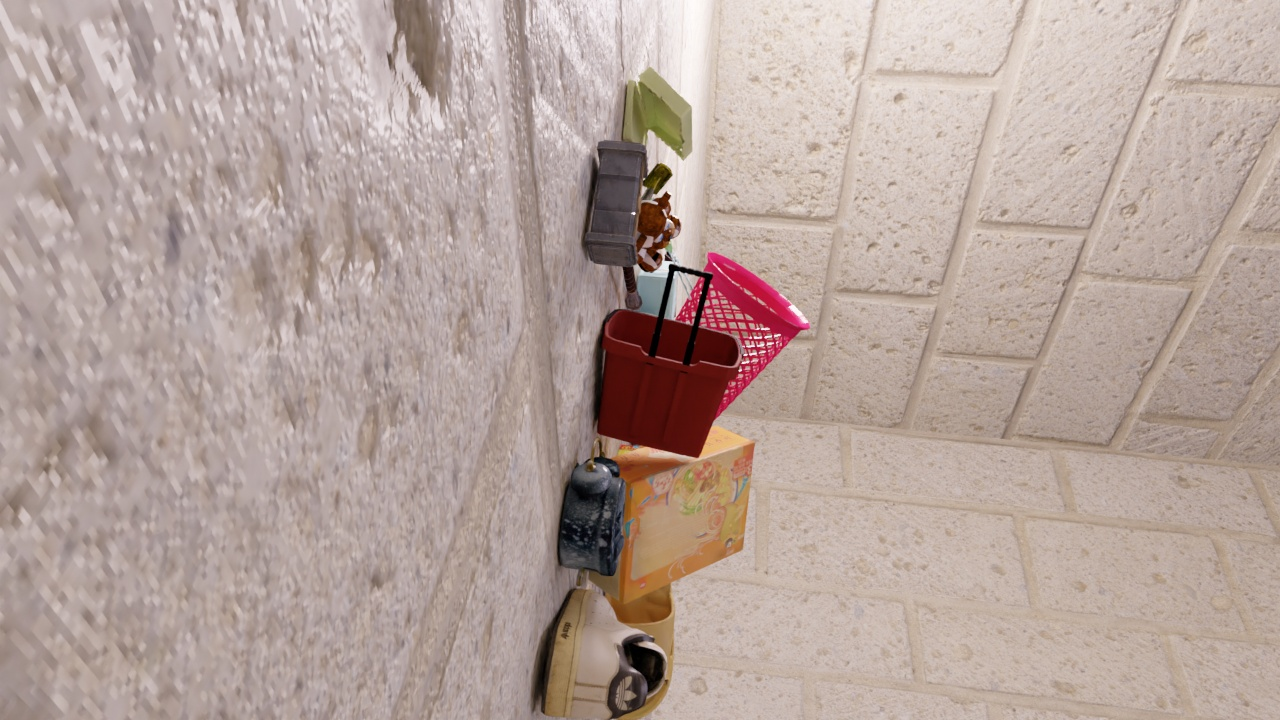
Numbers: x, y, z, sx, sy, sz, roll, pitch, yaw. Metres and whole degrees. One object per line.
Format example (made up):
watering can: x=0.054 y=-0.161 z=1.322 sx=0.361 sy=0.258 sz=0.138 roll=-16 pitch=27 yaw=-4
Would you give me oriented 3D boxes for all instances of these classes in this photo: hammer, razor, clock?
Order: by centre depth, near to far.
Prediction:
clock: x=-0.040 y=0.134 z=0.828 sx=0.090 sy=0.052 sz=0.129 roll=-2 pitch=99 yaw=-84
hammer: x=-0.014 y=-0.104 z=0.932 sx=0.322 sy=0.044 sz=0.098 roll=80 pitch=16 yaw=-76
razor: x=0.008 y=-0.202 z=1.134 sx=0.043 sy=0.026 sz=0.105 roll=-42 pitch=-164 yaw=42

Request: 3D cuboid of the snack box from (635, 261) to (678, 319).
snack box: x=0.024 y=-0.092 z=1.269 sx=0.174 sy=0.053 sz=0.075 roll=-75 pitch=168 yaw=-77

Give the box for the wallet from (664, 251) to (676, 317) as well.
wallet: x=0.045 y=-0.129 z=1.476 sx=0.115 sy=0.018 sz=0.091 roll=-117 pitch=-153 yaw=-67

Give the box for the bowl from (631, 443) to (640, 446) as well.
bowl: x=0.007 y=0.157 z=1.431 sx=0.157 sy=0.038 sz=0.157 roll=7 pitch=88 yaw=-85

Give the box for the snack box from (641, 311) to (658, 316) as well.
snack box: x=-0.007 y=0.007 z=1.128 sx=0.149 sy=0.026 sz=0.082 roll=-73 pitch=177 yaw=-62

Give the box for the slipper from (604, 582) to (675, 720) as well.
slipper: x=-0.002 y=0.329 z=1.184 sx=0.078 sy=0.099 sz=0.263 roll=113 pitch=-20 yaw=-76

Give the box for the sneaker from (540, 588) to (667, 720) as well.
sneaker: x=-0.025 y=0.269 z=0.848 sx=0.241 sy=0.102 sz=0.089 roll=36 pitch=60 yaw=-85

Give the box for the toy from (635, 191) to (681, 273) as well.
toy: x=0.011 y=-0.149 z=1.041 sx=0.087 sy=0.067 sz=0.113 roll=-60 pitch=-175 yaw=-5

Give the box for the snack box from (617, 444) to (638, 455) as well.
snack box: x=0.009 y=0.156 z=1.177 sx=0.125 sy=0.088 sz=0.040 roll=-70 pitch=164 yaw=-69

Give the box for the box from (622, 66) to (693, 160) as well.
box: x=0.017 y=-0.270 z=1.044 sx=0.188 sy=0.089 sz=0.077 roll=7 pitch=58 yaw=-84

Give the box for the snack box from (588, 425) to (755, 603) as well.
snack box: x=0.031 y=0.164 z=1.038 sx=0.194 sy=0.081 sz=0.145 roll=-13 pitch=115 yaw=-41

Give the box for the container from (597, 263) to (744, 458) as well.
container: x=0.032 y=-0.014 z=0.946 sx=0.126 sy=0.148 sz=0.201 roll=-72 pitch=175 yaw=-69

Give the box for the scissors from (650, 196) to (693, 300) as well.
scissors: x=0.033 y=-0.155 z=1.216 sx=0.168 sy=0.023 sz=0.171 roll=53 pitch=14 yaw=-67

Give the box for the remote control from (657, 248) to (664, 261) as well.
remote control: x=0.026 y=-0.129 z=1.464 sx=0.038 sy=0.018 sz=0.126 roll=-76 pitch=171 yaw=-59

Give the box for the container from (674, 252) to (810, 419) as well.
container: x=0.110 y=-0.016 z=1.369 sx=0.226 sy=0.183 sz=0.183 roll=-54 pitch=-176 yaw=17
